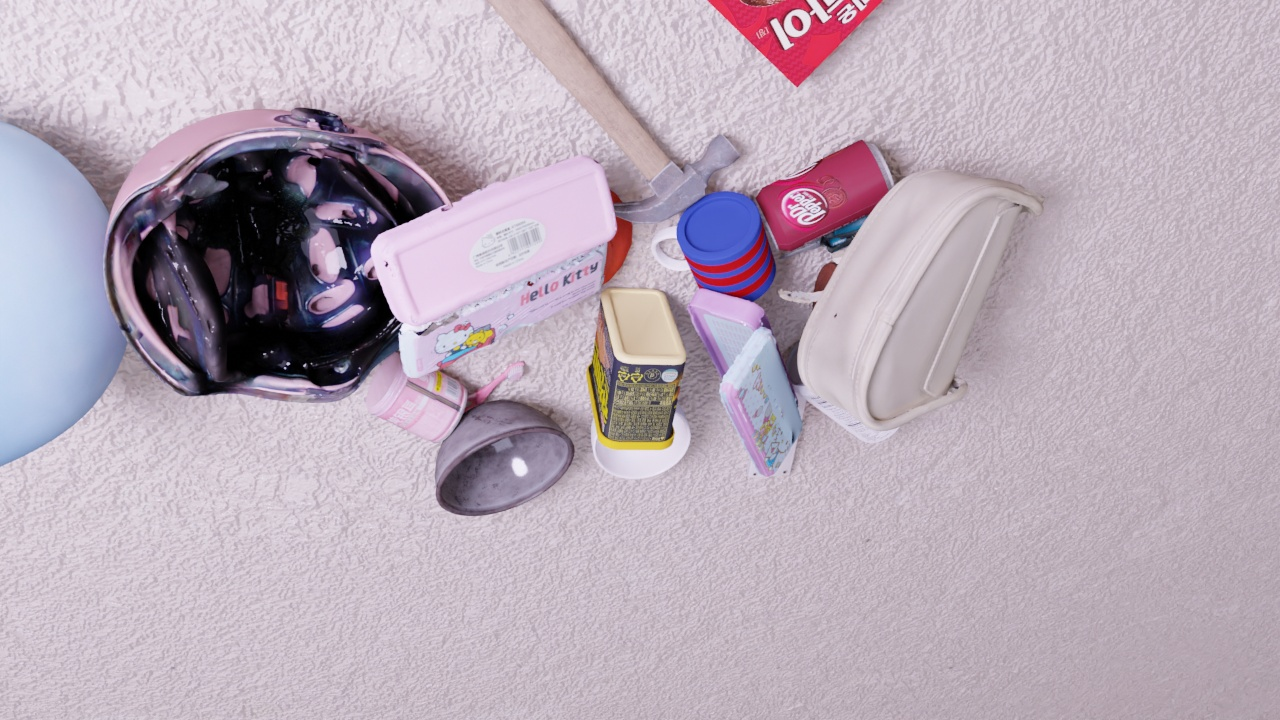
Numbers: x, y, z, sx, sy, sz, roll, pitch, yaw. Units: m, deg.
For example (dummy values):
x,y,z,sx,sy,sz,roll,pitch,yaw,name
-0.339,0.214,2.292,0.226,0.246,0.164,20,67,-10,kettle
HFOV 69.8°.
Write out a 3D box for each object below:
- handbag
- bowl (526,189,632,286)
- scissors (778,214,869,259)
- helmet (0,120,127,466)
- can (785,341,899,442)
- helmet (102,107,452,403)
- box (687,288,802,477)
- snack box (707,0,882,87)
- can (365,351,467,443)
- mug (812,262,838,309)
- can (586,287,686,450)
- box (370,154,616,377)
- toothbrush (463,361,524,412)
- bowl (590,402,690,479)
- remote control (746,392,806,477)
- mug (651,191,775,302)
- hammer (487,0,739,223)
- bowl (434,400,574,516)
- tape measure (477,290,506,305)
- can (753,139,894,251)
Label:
x,y,z,sx,sy,sz,roll,pitch,yaw,name
0.237,-0.063,0.812,0.183,0.132,0.229,7,110,-36,handbag
-0.065,-0.104,0.831,0.122,0.035,0.122,-5,129,-7,bowl
0.211,-0.124,0.866,0.150,0.019,0.121,-2,155,-28,scissors
-0.470,-0.055,0.668,0.166,0.225,0.266,-13,104,-9,helmet
0.218,0.030,0.968,0.132,0.070,0.070,34,115,-31,can
-0.277,-0.090,0.724,0.255,0.152,0.230,-15,127,-22,helmet
0.095,0.031,0.876,0.090,0.092,0.214,19,161,27,box
0.129,-0.313,0.701,0.132,0.035,0.152,33,116,-31,snack box
-0.218,0.036,0.892,0.076,0.067,0.067,32,116,-31,can
0.232,-0.036,0.890,0.110,0.122,0.096,-2,165,-4,mug
-0.005,0.005,0.869,0.072,0.130,0.101,1,125,-12,can
-0.107,-0.070,0.741,0.201,0.059,0.156,-28,135,-25,box
-0.172,0.040,0.937,0.135,0.016,0.021,-33,128,15,toothbrush
-0.003,0.071,0.970,0.105,0.054,0.105,-6,128,-8,bowl
0.154,0.079,1.033,0.050,0.011,0.136,-2,128,-9,remote control
0.061,-0.101,0.832,0.112,0.074,0.076,7,153,24,mug
-0.057,-0.235,0.725,0.119,0.030,0.331,-42,123,7,hammer
-0.146,0.090,0.935,0.144,0.067,0.145,-20,147,-14,bowl
-0.131,-0.063,0.849,0.051,0.019,0.059,6,133,19,tape measure
0.164,-0.146,0.822,0.114,0.063,0.063,-25,128,9,can
